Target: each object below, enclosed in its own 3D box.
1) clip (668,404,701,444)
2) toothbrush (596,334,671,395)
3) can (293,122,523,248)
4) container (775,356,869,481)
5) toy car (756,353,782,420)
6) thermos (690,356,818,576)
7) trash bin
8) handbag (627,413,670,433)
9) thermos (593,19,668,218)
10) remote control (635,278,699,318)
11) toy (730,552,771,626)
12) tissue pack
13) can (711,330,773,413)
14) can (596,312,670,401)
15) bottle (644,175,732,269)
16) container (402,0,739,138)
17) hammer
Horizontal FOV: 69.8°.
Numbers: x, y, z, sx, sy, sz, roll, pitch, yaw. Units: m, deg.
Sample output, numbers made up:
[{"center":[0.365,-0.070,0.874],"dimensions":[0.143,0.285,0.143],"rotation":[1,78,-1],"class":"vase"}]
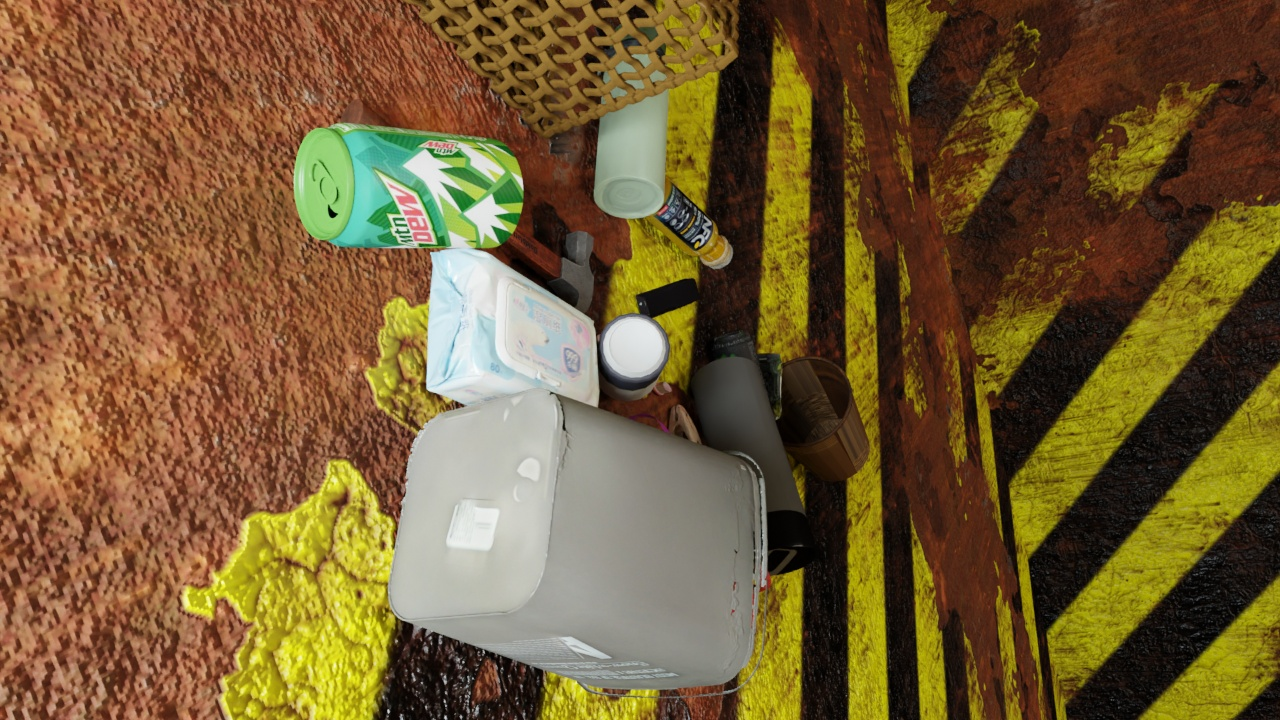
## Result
[{"center":[0.050,0.077,1.018],"dimensions":[0.024,0.039,0.060],"rotation":[25,63,-56],"class":"clip"},{"center":[-0.006,0.006,0.969],"dimensions":[0.135,0.016,0.021],"rotation":[40,45,-47],"class":"toothbrush"},{"center":[-0.162,-0.122,0.654],"dimensions":[0.143,0.083,0.083],"rotation":[-7,85,-46],"class":"can"},{"center":[0.250,0.092,1.279],"dimensions":[0.167,0.132,0.132],"rotation":[47,40,-50],"class":"container"},{"center":[0.165,0.038,1.225],"dimensions":[0.033,0.048,0.105],"rotation":[70,23,-55],"class":"toy car"},{"center":[0.121,0.115,1.011],"dimensions":[0.082,0.082,0.240],"rotation":[40,29,-47],"class":"thermos"},{"center":[-0.045,0.135,0.685],"dimensions":[0.220,0.198,0.197],"rotation":[31,54,-44],"class":"trash bin"},{"center":[0.013,0.131,0.880],"dimensions":[0.144,0.068,0.169],"rotation":[5,56,-30],"class":"handbag"},{"center":[-0.010,-0.274,1.017],"dimensions":[0.082,0.082,0.231],"rotation":[37,49,-49],"class":"thermos"},{"center":[0.034,-0.073,1.070],"dimensions":[0.136,0.015,0.032],"rotation":[-25,101,-60],"class":"remote control"},{"center":[0.071,0.239,0.906],"dimensions":[0.093,0.133,0.088],"rotation":[-23,89,-51],"class":"toy"},{"center":[-0.102,-0.010,0.752],"dimensions":[0.181,0.070,0.112],"rotation":[32,50,-51],"class":"tissue pack"},{"center":[0.130,0.033,1.157],"dimensions":[0.053,0.054,0.137],"rotation":[-24,100,-60],"class":"can"},{"center":[-0.011,0.001,0.871],"dimensions":[0.127,0.064,0.064],"rotation":[112,-27,-76],"class":"can"},{"center":[0.054,-0.163,1.102],"dimensions":[0.186,0.053,0.053],"rotation":[32,52,-52],"class":"bottle"},{"center":[-0.057,-0.393,0.831],"dimensions":[0.214,0.220,0.251],"rotation":[38,47,-48],"class":"container"},{"center":[-0.134,-0.123,0.785],"dimensions":[0.300,0.028,0.111],"rotation":[35,49,-50],"class":"hammer"}]
